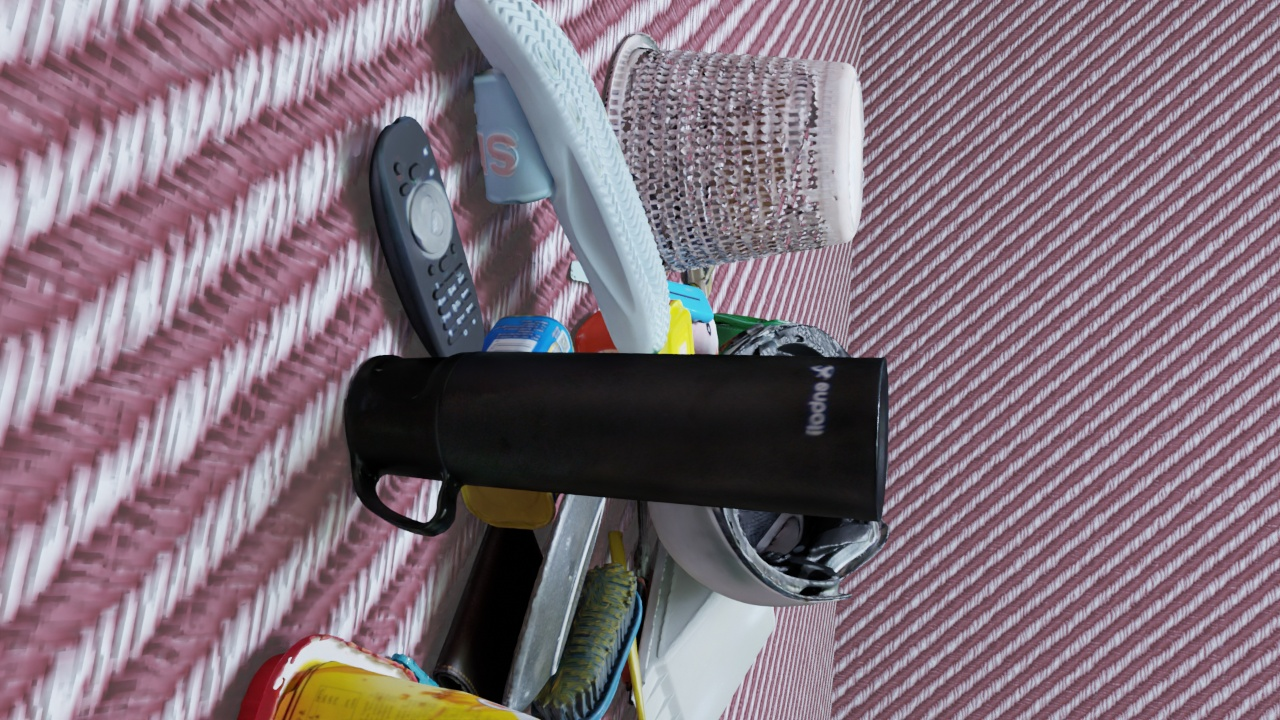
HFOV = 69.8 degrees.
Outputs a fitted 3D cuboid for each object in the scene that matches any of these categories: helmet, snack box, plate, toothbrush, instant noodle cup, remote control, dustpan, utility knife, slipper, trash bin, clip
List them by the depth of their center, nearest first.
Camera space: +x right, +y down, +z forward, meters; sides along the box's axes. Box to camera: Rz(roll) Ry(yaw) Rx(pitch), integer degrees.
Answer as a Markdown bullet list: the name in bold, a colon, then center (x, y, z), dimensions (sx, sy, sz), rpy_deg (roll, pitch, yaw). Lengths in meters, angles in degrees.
- **instant noodle cup**: center (-0.093, 0.183, 0.377), dimensions (0.116, 0.124, 0.115), rpy_deg (62, 34, -56)
- **remote control**: center (-0.110, -0.055, 0.466), dimensions (0.053, 0.024, 0.136), rpy_deg (-61, 146, -52)
- **clip**: center (-0.118, 0.172, 0.477), dimensions (0.038, 0.013, 0.055), rpy_deg (-69, 155, -47)
- **slipper**: center (-0.050, -0.109, 0.560), dimensions (0.103, 0.074, 0.245), rpy_deg (-68, 137, -65)
- **plate**: center (-0.047, 0.137, 0.573), dimensions (0.179, 0.024, 0.179), rpy_deg (22, 86, -87)
- **snack box**: center (-0.004, 0.004, 0.702), dimensions (0.081, 0.080, 0.091), rpy_deg (-54, 141, -61)
- **toothbrush**: center (-0.004, 0.228, 0.732), dimensions (0.016, 0.017, 0.190), rpy_deg (53, 24, -64)
- **utility knife**: center (0.003, -0.058, 0.766), dimensions (0.216, 0.018, 0.034), rpy_deg (8, 63, -58)
- **trash bin**: center (0.092, -0.176, 0.807), dimensions (0.227, 0.192, 0.227), rpy_deg (2, 89, -71)
- **helmet**: center (0.100, 0.098, 0.812), dimensions (0.230, 0.157, 0.273), rpy_deg (58, 37, -12)
- **dustpan**: center (0.037, 0.250, 0.924), dimensions (0.257, 0.143, 0.223), rpy_deg (-45, 141, -29)

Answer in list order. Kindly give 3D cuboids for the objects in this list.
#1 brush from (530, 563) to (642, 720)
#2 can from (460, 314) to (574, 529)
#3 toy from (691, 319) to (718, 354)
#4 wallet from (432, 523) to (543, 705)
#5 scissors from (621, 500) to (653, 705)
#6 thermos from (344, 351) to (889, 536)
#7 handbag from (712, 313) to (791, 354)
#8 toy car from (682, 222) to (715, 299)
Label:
- **brush**: center (-0.036, 0.215, 0.662), dimensions (0.143, 0.055, 0.074), rpy_deg (-61, 147, -55)
- **can**: center (-0.071, 0.034, 0.544), dimensions (0.083, 0.057, 0.102), rpy_deg (-66, 151, -55)
- **toy**: center (0.034, -0.002, 0.869), dimensions (0.159, 0.054, 0.121), rpy_deg (-6, 96, -63)
- **wallet**: center (-0.087, 0.156, 0.564), dimensions (0.096, 0.020, 0.122), rpy_deg (80, 20, -46)
- **scissors**: center (-0.001, 0.201, 0.830), dimensions (0.203, 0.015, 0.203), rpy_deg (72, 26, -45)
- **thermos**: center (-0.016, 0.040, 0.412), dimensions (0.068, 0.243, 0.089), rpy_deg (53, 41, -60)
- **handbag**: center (0.102, 0.017, 0.964), dimensions (0.068, 0.120, 0.131), rpy_deg (2, 91, -66)
- **toy car**: center (0.063, -0.104, 0.971), dimensions (0.042, 0.035, 0.090), rpy_deg (-62, 150, -52)
